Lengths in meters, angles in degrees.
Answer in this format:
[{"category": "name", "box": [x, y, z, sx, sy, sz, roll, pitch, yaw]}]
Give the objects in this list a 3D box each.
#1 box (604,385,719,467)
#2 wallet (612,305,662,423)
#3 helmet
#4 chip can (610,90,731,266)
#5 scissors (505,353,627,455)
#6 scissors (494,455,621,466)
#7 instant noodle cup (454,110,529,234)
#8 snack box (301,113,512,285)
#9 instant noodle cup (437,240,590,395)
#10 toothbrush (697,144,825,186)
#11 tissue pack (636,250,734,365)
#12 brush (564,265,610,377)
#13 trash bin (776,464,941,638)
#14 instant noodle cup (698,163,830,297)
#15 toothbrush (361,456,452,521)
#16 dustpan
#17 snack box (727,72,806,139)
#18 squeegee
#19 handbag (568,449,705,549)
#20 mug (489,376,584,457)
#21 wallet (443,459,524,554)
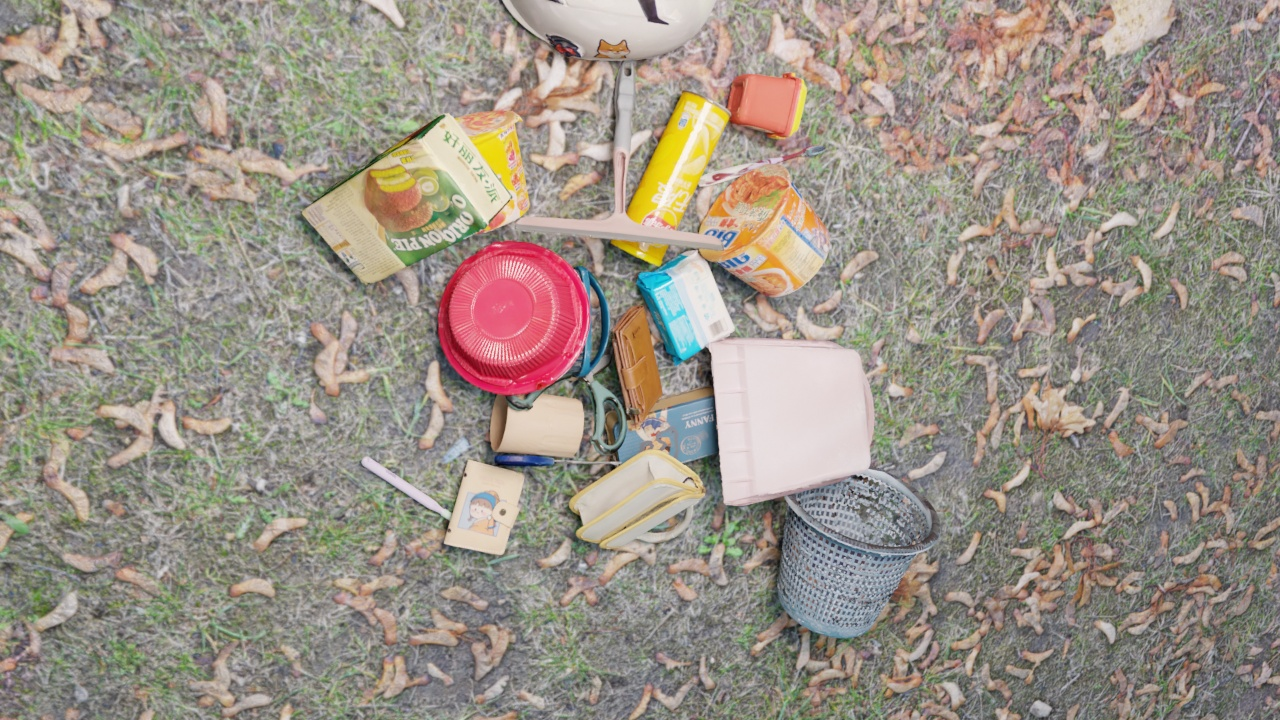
[{"category": "box", "box": [0.046, 0.096, 1.267, 0.184, 0.059, 0.090, -16, 110, -11]}, {"category": "wallet", "box": [-0.007, 0.007, 1.201, 0.035, 0.118, 0.131, -6, 110, 16]}, {"category": "helmet", "box": [-0.025, -0.455, 1.033, 0.273, 0.157, 0.230, 9, 102, -19]}, {"category": "chip can", "box": [0.039, -0.228, 1.164, 0.072, 0.072, 0.213, 24, 97, -22]}, {"category": "scissors", "box": [-0.096, 0.044, 1.171, 0.179, 0.019, 0.170, -2, 66, -28]}, {"category": "scissors", "box": [-0.116, 0.134, 1.206, 0.165, 0.157, 0.012, 10, 77, -41]}, {"category": "instant noodle cup", "box": [-0.195, -0.215, 1.067, 0.138, 0.138, 0.110, -22, 119, -10]}, {"category": "snack box", "box": [-0.262, -0.171, 1.011, 0.114, 0.241, 0.063, 53, 45, -22]}, {"category": "instant noodle cup", "box": [-0.160, -0.057, 1.110, 0.194, 0.066, 0.193, -1, 82, 6]}, {"category": "toothbrush", "box": [0.162, -0.260, 1.222, 0.187, 0.017, 0.016, -18, 109, -12]}, {"category": "tissue pack", "box": [0.059, -0.071, 1.220, 0.090, 0.063, 0.140, -30, 114, -10]}, {"category": "brush", "box": [-0.074, -0.050, 1.173, 0.073, 0.055, 0.143, 1, 82, -26]}, {"category": "trash bin", "box": [0.291, 0.280, 1.328, 0.226, 0.226, 0.195, 4, 117, -18]}, {"category": "instant noodle cup", "box": [0.166, -0.161, 1.188, 0.111, 0.151, 0.151, 37, 92, -31]}, {"category": "toothbrush", "box": [-0.287, 0.180, 1.210, 0.189, 0.029, 0.021, 38, 130, -22]}, {"category": "dustpan", "box": [0.217, 0.080, 1.281, 0.273, 0.139, 0.222, -2, 88, -6]}, {"category": "snack box", "box": [0.157, -0.328, 1.164, 0.080, 0.091, 0.082, 9, 103, -12]}, {"category": "squeegee", "box": [-0.021, -0.251, 1.116, 0.247, 0.040, 0.249, 5, 73, -9]}, {"category": "handbag", "box": [0.013, 0.209, 1.256, 0.164, 0.063, 0.178, -35, 136, 23]}, {"category": "mug", "box": [-0.134, 0.063, 1.198, 0.103, 0.084, 0.124, 9, 76, -22]}, {"category": "wallet", "box": [-0.205, 0.198, 1.226, 0.087, 0.024, 0.115, 18, 82, -19]}]
